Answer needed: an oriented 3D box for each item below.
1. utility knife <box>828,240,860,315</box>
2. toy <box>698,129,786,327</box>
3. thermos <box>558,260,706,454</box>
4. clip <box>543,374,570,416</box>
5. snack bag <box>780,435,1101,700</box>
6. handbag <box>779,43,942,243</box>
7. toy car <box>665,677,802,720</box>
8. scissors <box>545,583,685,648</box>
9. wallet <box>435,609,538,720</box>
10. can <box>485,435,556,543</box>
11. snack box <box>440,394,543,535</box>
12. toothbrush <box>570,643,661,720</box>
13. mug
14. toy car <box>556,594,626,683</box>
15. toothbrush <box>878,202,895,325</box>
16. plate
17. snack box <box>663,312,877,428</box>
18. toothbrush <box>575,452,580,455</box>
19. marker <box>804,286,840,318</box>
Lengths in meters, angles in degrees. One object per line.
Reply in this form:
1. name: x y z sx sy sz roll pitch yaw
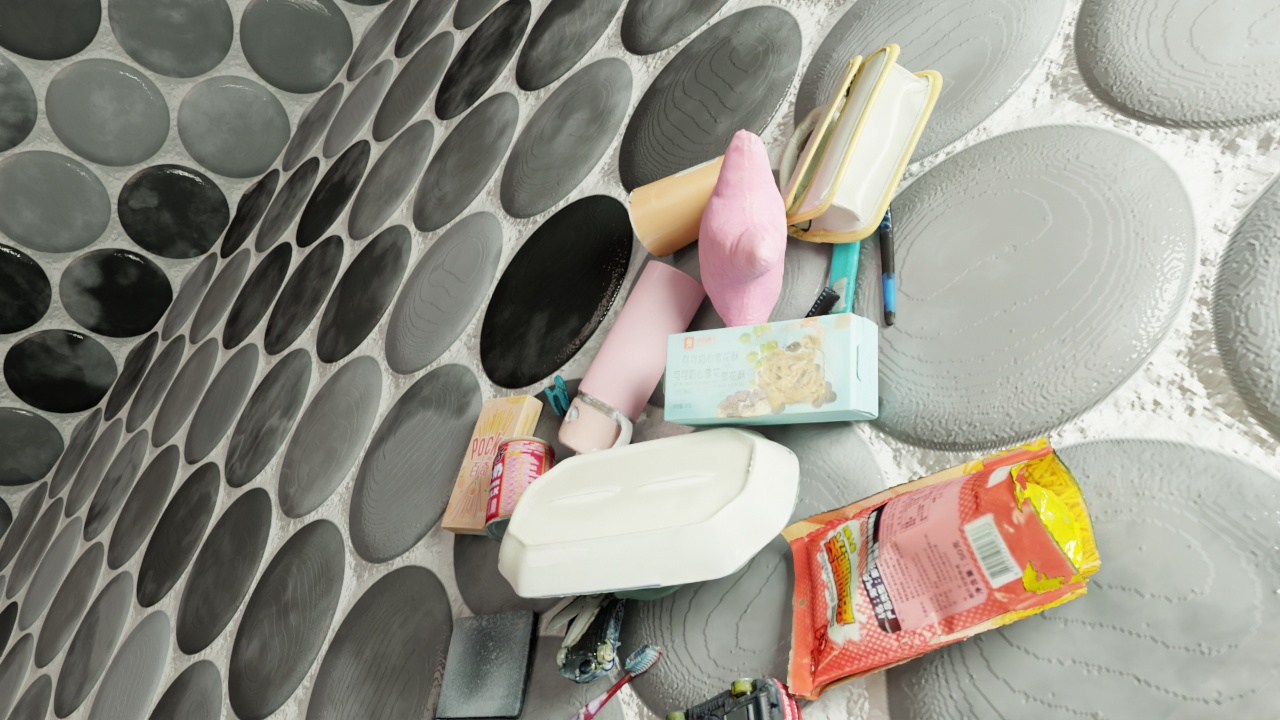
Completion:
1. utility knife: 0.167 -0.052 0.769 0.029 0.013 0.208 -15 54 46
2. toy: 0.088 -0.113 0.798 0.074 0.195 0.178 -3 51 -3
3. thermos: -0.005 0.005 0.879 0.087 0.067 0.198 17 76 56
4. clip: -0.089 0.039 0.996 0.048 0.014 0.057 -43 39 15
5. snack bag: 0.175 0.131 0.586 0.208 0.073 0.128 -34 37 36
6. handbag: 0.167 -0.189 0.821 0.163 0.063 0.179 -64 21 -5
7. toy car: 0.061 0.259 0.631 0.121 0.045 0.052 -37 38 34
8. scissors: -0.003 0.172 0.758 0.170 0.019 0.177 1 46 42
9. wallet: -0.145 0.290 0.870 0.121 0.019 0.097 -19 52 38
10. can: -0.118 0.130 0.915 0.067 0.066 0.093 -28 45 34
11. snack box: -0.164 0.115 1.014 0.085 0.026 0.157 -9 58 46
12. toothbrush: -0.051 0.294 0.756 0.188 0.017 0.016 -45 40 14
13. mug: 0.058 -0.162 0.931 0.123 0.078 0.078 -21 49 33
14. toy car: -0.037 0.224 0.776 0.049 0.031 0.105 -16 42 31
15. toothbrush: 0.204 -0.110 0.769 0.014 0.016 0.189 -27 46 44
16. plate: -0.003 0.114 0.744 0.266 0.034 0.161 -12 31 26
17. snack box: 0.101 0.011 0.732 0.175 0.051 0.074 -6 76 36
18. toothbrush: -0.057 0.094 0.917 0.016 0.016 0.179 -12 54 37
19. marker: 0.124 -0.003 0.764 0.131 0.018 0.022 -58 -9 10
